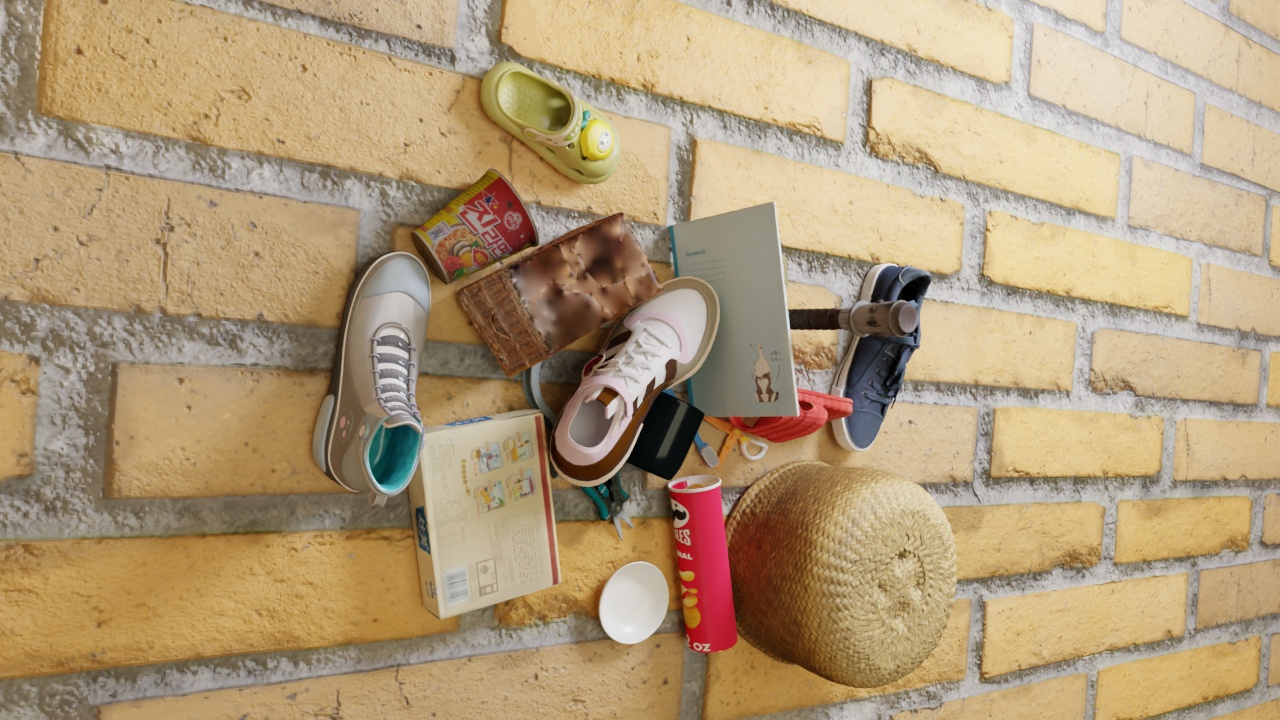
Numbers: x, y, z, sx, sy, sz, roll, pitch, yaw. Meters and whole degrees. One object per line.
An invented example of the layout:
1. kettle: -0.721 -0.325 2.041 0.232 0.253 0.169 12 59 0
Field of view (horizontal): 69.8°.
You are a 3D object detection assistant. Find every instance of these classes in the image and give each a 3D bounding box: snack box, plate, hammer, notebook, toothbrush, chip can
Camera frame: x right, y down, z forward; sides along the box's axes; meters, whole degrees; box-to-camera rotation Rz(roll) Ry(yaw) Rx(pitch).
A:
1. snack box: -0.178 0.168 1.039 0.153 0.055 0.207 -9 97 -32
2. plate: -0.013 0.306 1.169 0.104 0.026 0.104 -2 94 -33
3. hammer: 0.196 -0.049 1.110 0.100 0.325 0.190 -6 95 -33
4. notebook: 0.111 -0.055 1.134 0.009 0.181 0.253 -9 93 -40
5. toothbrush: 0.058 0.076 1.208 0.016 0.014 0.166 -37 109 -12
6. chip can: 0.082 0.267 1.204 0.069 0.069 0.220 -11 99 -32

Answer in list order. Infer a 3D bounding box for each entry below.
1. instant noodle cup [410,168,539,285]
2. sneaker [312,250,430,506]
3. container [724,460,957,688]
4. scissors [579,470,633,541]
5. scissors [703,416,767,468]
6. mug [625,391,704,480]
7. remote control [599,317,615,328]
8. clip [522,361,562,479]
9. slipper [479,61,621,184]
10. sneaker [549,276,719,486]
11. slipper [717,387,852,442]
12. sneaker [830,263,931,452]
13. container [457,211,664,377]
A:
1. instant noodle cup: -0.184 -0.139 1.003 0.112 0.100 0.100 -36 111 -19
2. sneaker: -0.249 0.012 0.925 0.093 0.161 0.256 15 86 -33
3. container: 0.282 0.290 1.263 0.306 0.197 0.307 0 90 -33
4. scissors: -0.043 0.157 1.138 0.151 0.019 0.119 27 81 -43
5. scissors: 0.135 0.098 1.265 0.131 0.011 0.125 40 71 -28
6. mug: 0.009 0.085 1.137 0.121 0.085 0.094 29 81 -31
7. remote control: -0.092 -0.071 1.111 0.146 0.008 0.045 9 87 -32
8. clip: -0.099 0.040 1.103 0.164 0.031 0.168 44 68 -24
9. slipper: -0.092 -0.281 1.061 0.190 0.082 0.091 28 74 -28
10. sneaker: -0.006 0.006 1.056 0.112 0.116 0.293 37 75 7
11. slipper: 0.204 0.079 1.244 0.248 0.104 0.059 5 71 -41
12. sneaker: 0.366 -0.004 1.345 0.120 0.127 0.294 21 83 -33
13. container: -0.086 -0.079 1.037 0.198 0.113 0.114 -34 100 -33
